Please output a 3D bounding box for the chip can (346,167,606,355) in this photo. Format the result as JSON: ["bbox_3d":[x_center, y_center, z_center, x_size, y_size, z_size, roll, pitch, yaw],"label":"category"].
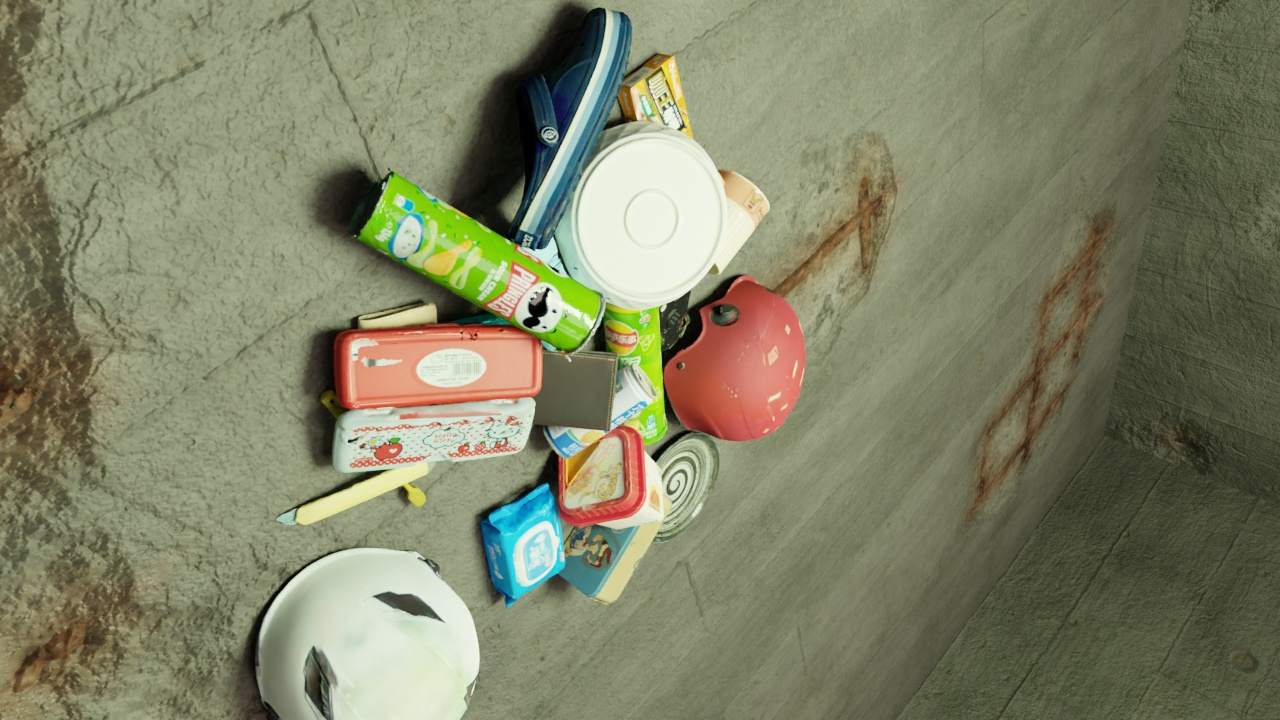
[{"bbox_3d":[-0.146,-0.086,0.846,0.236,0.072,0.072,29,88,-28],"label":"chip can"}]

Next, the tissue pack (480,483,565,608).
[{"bbox_3d":[-0.141,0.231,1.134,0.094,0.052,0.157,-31,132,-35],"label":"tissue pack"}]

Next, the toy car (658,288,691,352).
[{"bbox_3d":[0.034,-0.072,1.159,0.071,0.041,0.156,-37,149,-34],"label":"toy car"}]

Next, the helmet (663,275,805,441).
[{"bbox_3d":[0.157,0.008,1.267,0.239,0.144,0.207,-56,148,-15],"label":"helmet"}]

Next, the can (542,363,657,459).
[{"bbox_3d":[-0.048,0.060,1.090,0.135,0.053,0.053,-34,144,12],"label":"can"}]

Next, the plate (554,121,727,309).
[{"bbox_3d":[0.006,-0.156,1.005,0.204,0.045,0.205,-5,105,-19],"label":"plate"}]

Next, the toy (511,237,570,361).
[{"bbox_3d":[-0.099,-0.074,0.977,0.161,0.050,0.156,-18,101,-79],"label":"toy"}]

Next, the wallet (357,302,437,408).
[{"bbox_3d":[-0.237,0.001,0.910,0.087,0.024,0.115,-17,122,-37],"label":"wallet"}]

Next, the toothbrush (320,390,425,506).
[{"bbox_3d":[-0.270,0.092,0.932,0.015,0.017,0.190,-46,138,-19],"label":"toothbrush"}]

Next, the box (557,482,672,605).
[{"bbox_3d":[-0.033,0.228,1.230,0.062,0.090,0.184,37,79,-52],"label":"box"}]

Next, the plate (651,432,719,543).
[{"bbox_3d":[0.052,0.186,1.356,0.179,0.024,0.180,-26,128,-39],"label":"plate"}]

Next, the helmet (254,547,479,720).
[{"bbox_3d":[-0.268,0.330,0.968,0.228,0.146,0.259,-42,138,-26],"label":"helmet"}]

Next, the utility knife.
[{"bbox_3d":[-0.280,0.132,0.924,0.166,0.018,0.031,-25,132,-29],"label":"utility knife"}]

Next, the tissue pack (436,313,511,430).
[{"bbox_3d":[-0.166,0.011,0.974,0.093,0.050,0.134,-17,123,-41],"label":"tissue pack"}]

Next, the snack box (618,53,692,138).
[{"bbox_3d":[0.022,-0.262,1.048,0.075,0.026,0.154,-43,138,-24],"label":"snack box"}]

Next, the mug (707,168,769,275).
[{"bbox_3d":[0.091,-0.179,1.133,0.105,0.082,0.114,-54,139,-9],"label":"mug"}]

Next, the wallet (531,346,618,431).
[{"bbox_3d":[-0.089,0.031,1.038,0.020,0.122,0.096,-89,-175,-70],"label":"wallet"}]

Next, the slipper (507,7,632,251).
[{"bbox_3d":[-0.084,-0.230,0.897,0.095,0.105,0.252,22,78,-12],"label":"slipper"}]

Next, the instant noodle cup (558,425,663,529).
[{"bbox_3d":[-0.031,0.156,1.148,0.124,0.117,0.116,44,38,-55],"label":"instant noodle cup"}]

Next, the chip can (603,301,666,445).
[{"bbox_3d":[-0.007,0.007,1.139,0.072,0.073,0.222,-32,134,-34],"label":"chip can"}]

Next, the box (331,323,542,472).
[{"bbox_3d":[-0.196,0.039,0.897,0.200,0.059,0.161,-3,115,-28],"label":"box"}]
